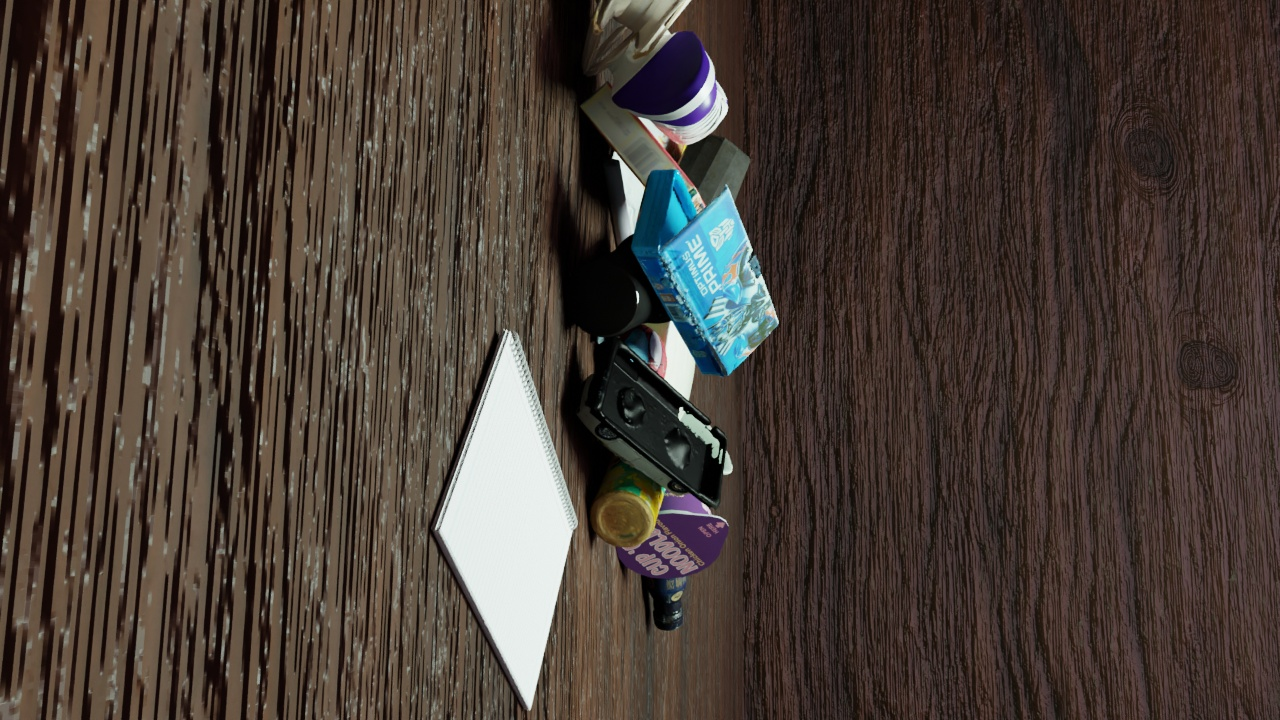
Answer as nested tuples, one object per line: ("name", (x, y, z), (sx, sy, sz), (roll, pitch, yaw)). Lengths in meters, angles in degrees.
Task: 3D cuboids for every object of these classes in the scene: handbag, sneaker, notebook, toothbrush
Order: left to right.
("notebook", (-0.091, 0.123, 0.690), (0.246, 0.013, 0.177), (79, 16, -44))
("toothbrush", (-0.019, -0.146, 1.064), (0.018, 0.019, 0.188), (-70, 158, -45))
("handbag", (-0.003, -0.360, 0.870), (0.198, 0.101, 0.194), (-54, -158, 25))
("sneaker", (0.038, -0.249, 0.878), (0.111, 0.092, 0.244), (44, 14, -27))
("handbag", (0.066, -0.161, 1.192), (0.199, 0.102, 0.197), (-62, 177, -10))

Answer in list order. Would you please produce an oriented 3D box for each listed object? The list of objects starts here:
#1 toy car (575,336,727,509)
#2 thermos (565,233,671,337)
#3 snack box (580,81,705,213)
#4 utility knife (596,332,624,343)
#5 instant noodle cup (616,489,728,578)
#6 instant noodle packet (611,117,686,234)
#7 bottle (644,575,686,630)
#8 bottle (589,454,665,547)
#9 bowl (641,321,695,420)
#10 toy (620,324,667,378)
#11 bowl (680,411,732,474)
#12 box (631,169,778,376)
("toy car", (0.004, 0.071, 0.915), (0.191, 0.071, 0.093), (40, 47, -32))
("thermos", (-0.007, -0.077, 0.935), (0.218, 0.106, 0.106), (-36, 125, -71))
("snack box", (0.009, -0.206, 0.961), (0.142, 0.040, 0.145), (51, 7, 8))
("utility knife", (-0.027, -0.040, 1.029), (0.187, 0.020, 0.029), (-41, 128, -75))
("instant noodle cup", (0.037, 0.171, 1.097), (0.122, 0.137, 0.121), (47, 25, -34))
("instant noodle packet", (0.024, -0.274, 1.162), (0.147, 0.057, 0.268), (72, 32, -47))
("bottle", (0.033, 0.283, 1.223), (0.056, 0.056, 0.161), (-62, 150, -68))
("bottle", (-0.002, 0.124, 1.013), (0.209, 0.068, 0.068), (-65, 152, -67))
("bowl", (0.025, -0.010, 1.151), (0.176, 0.058, 0.176), (6, 89, -75))
("toy", (-0.006, 0.006, 1.010), (0.132, 0.062, 0.092), (-7, 105, -77))
("bowl", (0.040, 0.103, 1.220), (0.174, 0.068, 0.174), (41, 15, -14))
("box", (0.072, -0.075, 0.889), (0.243, 0.085, 0.091), (56, 42, -56))
